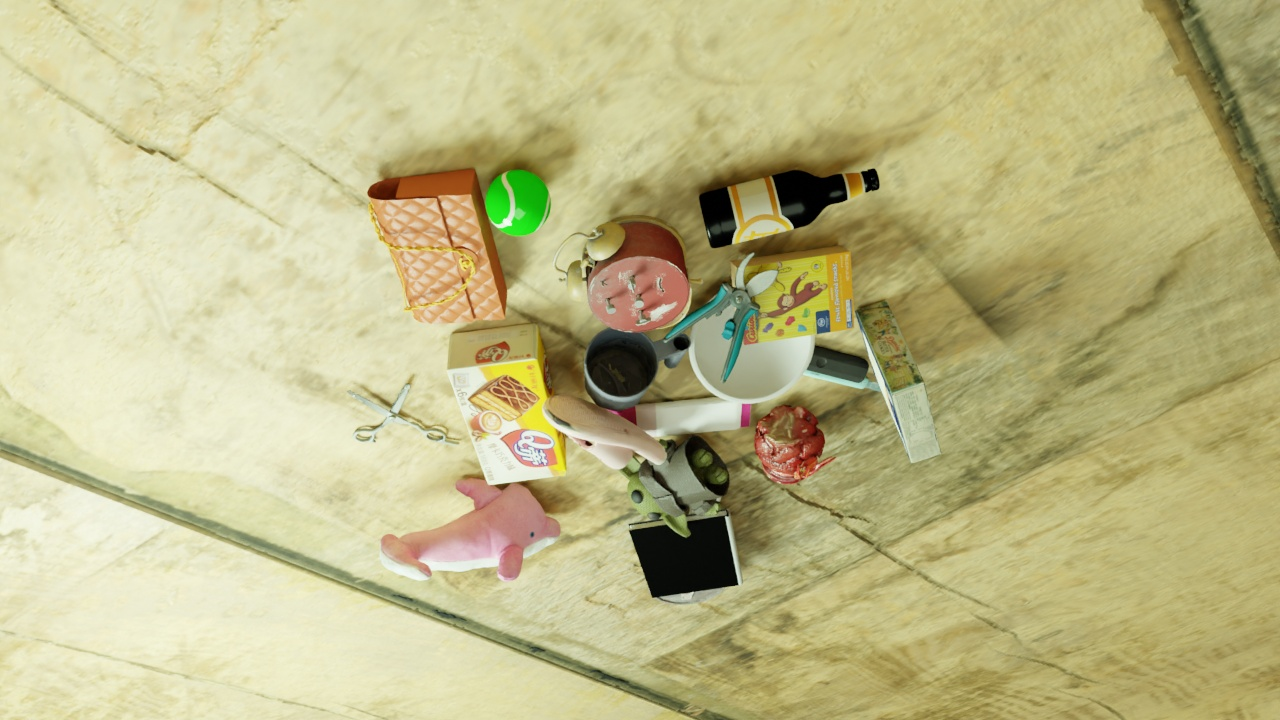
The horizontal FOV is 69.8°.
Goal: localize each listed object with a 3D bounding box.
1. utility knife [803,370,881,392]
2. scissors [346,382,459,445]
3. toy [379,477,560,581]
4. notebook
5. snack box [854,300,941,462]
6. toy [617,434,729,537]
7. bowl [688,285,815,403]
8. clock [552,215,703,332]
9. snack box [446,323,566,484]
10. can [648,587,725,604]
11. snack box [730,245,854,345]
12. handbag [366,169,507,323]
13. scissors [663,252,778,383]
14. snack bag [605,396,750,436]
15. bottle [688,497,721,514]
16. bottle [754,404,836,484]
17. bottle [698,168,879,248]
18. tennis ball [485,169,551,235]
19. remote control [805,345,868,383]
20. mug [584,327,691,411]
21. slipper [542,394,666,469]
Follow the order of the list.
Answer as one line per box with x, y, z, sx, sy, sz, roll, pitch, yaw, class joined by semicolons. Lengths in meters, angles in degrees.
0.278;0.025;1.202;0.165;0.015;0.022;15;101;-23;utility knife
-0.311;0.079;1.191;0.142;0.014;0.175;-32;133;29;scissors
-0.234;0.232;1.291;0.265;0.187;0.128;-7;103;-31;toy
0.074;0.298;1.402;0.149;0.016;0.207;-10;137;5;notebook
0.312;0.025;1.109;0.043;0.144;0.144;-20;135;11;snack box
0.049;0.166;1.258;0.153;0.078;0.179;-31;108;32;toy
0.128;-0.026;1.088;0.149;0.043;0.150;-2;109;-5;bowl
-0.018;-0.091;0.993;0.158;0.081;0.117;19;131;-25;clock
-0.161;0.060;1.152;0.110;0.061;0.231;-7;137;1;snack box
0.076;0.348;1.501;0.130;0.044;0.130;-3;137;-3;can
0.170;-0.074;1.029;0.126;0.040;0.088;-9;108;-3;snack box
-0.212;-0.110;0.969;0.109;0.060;0.172;-4;137;3;handbag
0.086;-0.046;1.006;0.124;0.019;0.155;4;108;11;scissors
0.050;0.075;1.226;0.196;0.016;0.070;-5;140;-1;snack bag
0.097;0.192;1.337;0.044;0.044;0.136;-2;137;-5;bottle
0.204;0.115;1.231;0.099;0.098;0.111;-7;142;0;bottle
0.155;-0.165;0.949;0.182;0.059;0.059;-13;137;7;bottle
-0.122;-0.158;0.920;0.065;0.065;0.065;-3;137;-3;tennis ball
0.221;-0.001;1.157;0.146;0.015;0.033;14;107;-20;remote control
-0.006;0.006;1.078;0.124;0.083;0.104;-19;169;-9;mug
-0.044;0.092;1.131;0.221;0.107;0.056;26;96;-54;slipper
